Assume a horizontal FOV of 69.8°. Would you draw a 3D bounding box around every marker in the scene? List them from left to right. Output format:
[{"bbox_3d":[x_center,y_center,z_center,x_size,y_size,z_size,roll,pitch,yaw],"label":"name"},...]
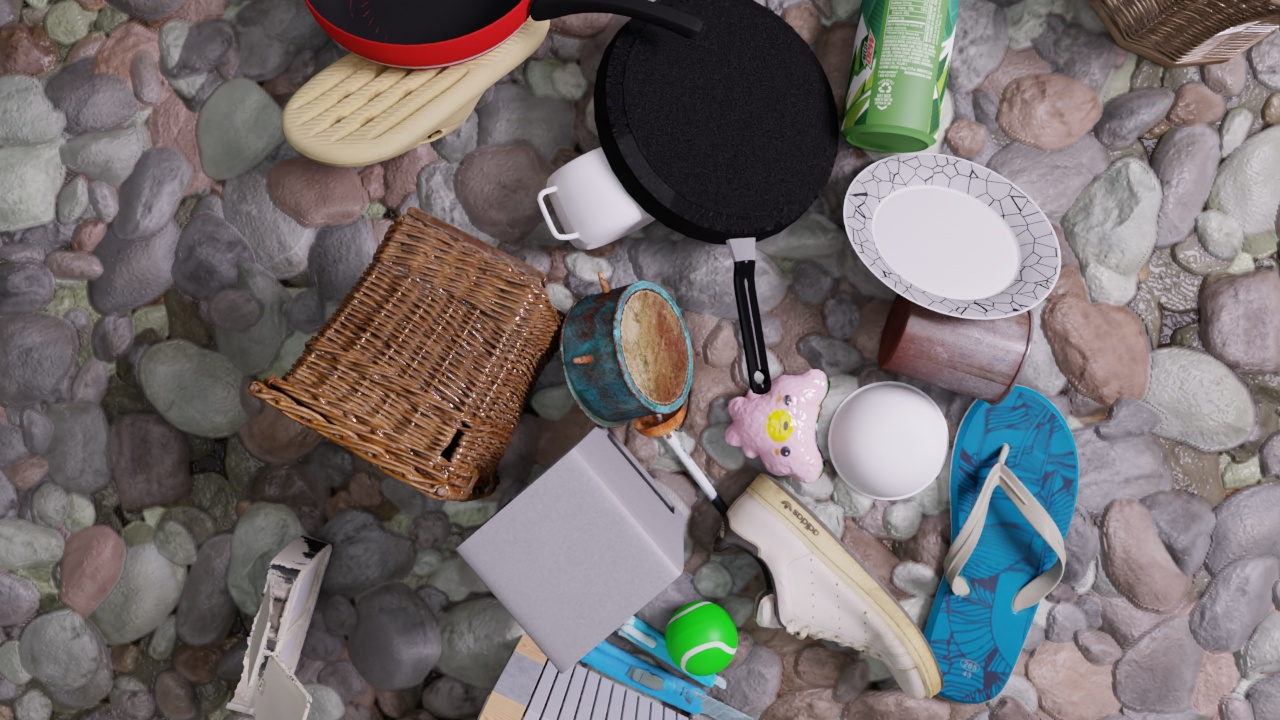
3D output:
[{"bbox_3d":[0.040,0.090,0.854,0.011,0.011,0.152,-37,90,3],"label":"marker"}]

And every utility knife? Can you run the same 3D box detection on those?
[{"bbox_3d":[0.014,0.299,0.859,0.196,0.015,0.031,24,97,1],"label":"utility knife"},{"bbox_3d":[0.030,0.276,0.857,0.117,0.015,0.022,34,99,-1],"label":"utility knife"}]

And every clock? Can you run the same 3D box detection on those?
[{"bbox_3d":[-0.004,0.005,0.802,0.073,0.157,0.121,-13,49,35],"label":"clock"}]

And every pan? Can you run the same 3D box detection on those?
[{"bbox_3d":[-0.117,-0.311,0.774,0.356,0.067,0.208,21,66,10],"label":"pan"},{"bbox_3d":[0.081,-0.148,0.784,0.225,0.034,0.356,-6,84,-21],"label":"pan"}]

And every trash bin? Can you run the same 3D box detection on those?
[{"bbox_3d":[-0.046,0.138,0.750,0.114,0.229,0.114,-41,89,3],"label":"trash bin"},{"bbox_3d":[-0.034,0.377,0.798,0.247,0.142,0.142,25,92,2],"label":"trash bin"}]

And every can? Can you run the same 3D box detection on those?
[{"bbox_3d":[0.226,-0.261,0.800,0.083,0.083,0.144,9,92,2],"label":"can"}]

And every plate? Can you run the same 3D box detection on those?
[{"bbox_3d":[0.266,-0.107,0.793,0.188,0.016,0.188,3,56,-5],"label":"plate"}]

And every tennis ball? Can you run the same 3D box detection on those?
[{"bbox_3d":[0.055,0.251,0.829,0.065,0.065,0.065,0,91,3],"label":"tennis ball"}]

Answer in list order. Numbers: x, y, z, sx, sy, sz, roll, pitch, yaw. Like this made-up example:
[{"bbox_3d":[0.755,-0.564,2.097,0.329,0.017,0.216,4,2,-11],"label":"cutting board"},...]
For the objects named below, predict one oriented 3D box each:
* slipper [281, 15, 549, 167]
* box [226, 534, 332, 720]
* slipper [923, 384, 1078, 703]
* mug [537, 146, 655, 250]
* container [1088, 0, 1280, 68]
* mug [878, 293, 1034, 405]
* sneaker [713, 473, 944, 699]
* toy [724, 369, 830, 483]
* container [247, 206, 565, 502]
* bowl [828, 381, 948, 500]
[{"bbox_3d":[-0.188,-0.242,0.822,0.261,0.079,0.111,-40,67,-16],"label":"slipper"},{"bbox_3d":[-0.311,0.246,0.796,0.065,0.186,0.145,16,97,-23],"label":"box"},{"bbox_3d":[0.325,0.170,0.818,0.118,0.060,0.295,13,92,-1],"label":"slipper"},{"bbox_3d":[-0.038,-0.140,0.804,0.115,0.094,0.068,-26,92,-34],"label":"mug"},{"bbox_3d":[0.490,-0.354,0.728,0.227,0.196,0.227,0,91,3],"label":"container"},{"bbox_3d":[0.277,-0.033,0.807,0.110,0.096,0.122,20,61,-1],"label":"mug"},{"bbox_3d":[0.158,0.217,0.809,0.102,0.089,0.241,-41,83,-5],"label":"sneaker"},{"bbox_3d":[0.124,0.056,0.829,0.093,0.050,0.102,6,89,8],"label":"toy"},{"bbox_3d":[-0.163,0.000,0.756,0.162,0.250,0.183,28,83,2],"label":"container"},{"bbox_3d":[0.228,0.075,0.829,0.110,0.040,0.110,0,91,3],"label":"bowl"}]
